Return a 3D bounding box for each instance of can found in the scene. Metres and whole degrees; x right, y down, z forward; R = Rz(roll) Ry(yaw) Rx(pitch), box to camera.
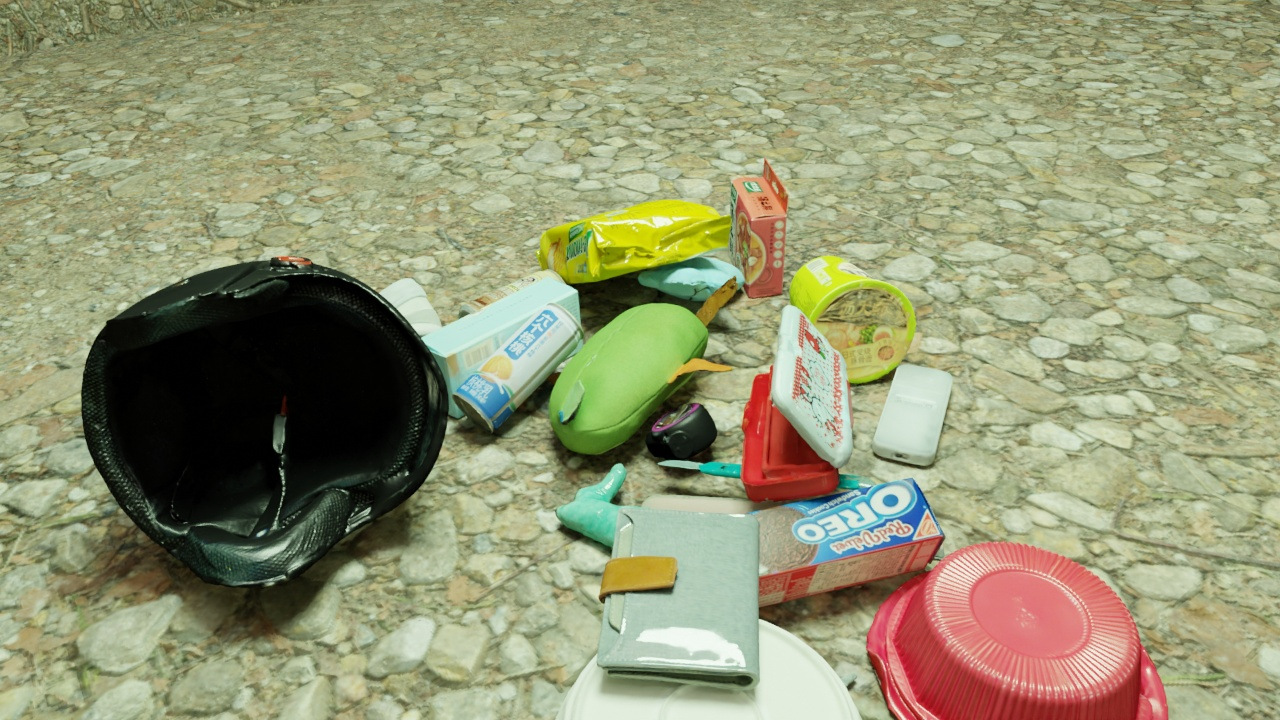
[{"bbox_3d":[-0.138,-0.055,1.007,0.116,0.059,0.058,-29,42,-33],"label":"can"},{"bbox_3d":[-0.116,0.006,0.886,0.053,0.053,0.134,27,64,36],"label":"can"}]

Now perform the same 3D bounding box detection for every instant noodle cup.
[{"bbox_3d":[0.208,-0.051,0.949,0.111,0.112,0.123,-5,26,-4],"label":"instant noodle cup"},{"bbox_3d":[0.256,0.190,0.620,0.194,0.066,0.193,-2,35,2],"label":"instant noodle cup"}]

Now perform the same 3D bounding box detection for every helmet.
[{"bbox_3d":[-0.291,0.033,0.739,0.274,0.233,0.230,-10,17,-7],"label":"helmet"}]

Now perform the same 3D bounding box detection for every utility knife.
[{"bbox_3d":[0.102,0.092,0.756,0.187,0.013,0.029,3,11,22],"label":"utility knife"}]

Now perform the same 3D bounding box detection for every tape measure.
[{"bbox_3d":[0.038,0.063,0.825,0.057,0.039,0.057,-33,12,-24],"label":"tape measure"}]

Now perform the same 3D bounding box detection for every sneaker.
[{"bbox_3d":[-0.301,0.018,0.903,0.241,0.090,0.090,-33,83,-16],"label":"sneaker"}]

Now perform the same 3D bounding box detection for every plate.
[{"bbox_3d":[0.043,0.234,0.562,0.205,0.046,0.204,-1,34,0],"label":"plate"}]

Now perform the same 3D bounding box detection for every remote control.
[{"bbox_3d":[0.258,0.049,0.865,0.056,0.020,0.135,11,37,20],"label":"remote control"}]

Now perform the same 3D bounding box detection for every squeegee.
[{"bbox_3d":[0.140,0.064,0.836,0.248,0.040,0.248,4,34,10],"label":"squeegee"}]

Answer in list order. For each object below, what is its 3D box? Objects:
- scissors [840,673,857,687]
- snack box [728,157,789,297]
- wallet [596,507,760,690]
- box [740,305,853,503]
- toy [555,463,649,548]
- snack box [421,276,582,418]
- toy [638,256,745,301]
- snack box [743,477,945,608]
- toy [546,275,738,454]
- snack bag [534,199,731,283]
[{"bbox_3d":[0.070,0.246,0.595,0.162,0.012,0.162,12,36,21],"label":"scissors"},{"bbox_3d":[0.137,-0.157,1.080,0.044,0.127,0.113,-5,34,-5],"label":"snack box"},{"bbox_3d":[0.026,0.151,0.610,0.106,0.037,0.129,4,38,5],"label":"wallet"},{"bbox_3d":[0.126,0.022,0.756,0.095,0.098,0.201,-10,21,15],"label":"box"},{"bbox_3d":[-0.023,0.127,0.757,0.092,0.030,0.096,19,50,25],"label":"toy"},{"bbox_3d":[-0.138,-0.016,0.937,0.174,0.074,0.052,-30,43,-35],"label":"snack box"},{"bbox_3d":[0.060,-0.091,1.032,0.161,0.050,0.156,0,12,-27],"label":"toy"},{"bbox_3d":[0.119,0.144,0.691,0.207,0.058,0.057,-10,51,-9],"label":"snack box"},{"bbox_3d":[-0.005,0.005,0.881,0.228,0.090,0.245,-8,27,43],"label":"toy"},{"bbox_3d":[-0.018,-0.136,1.039,0.157,0.068,0.247,-18,12,-20],"label":"snack bag"}]
